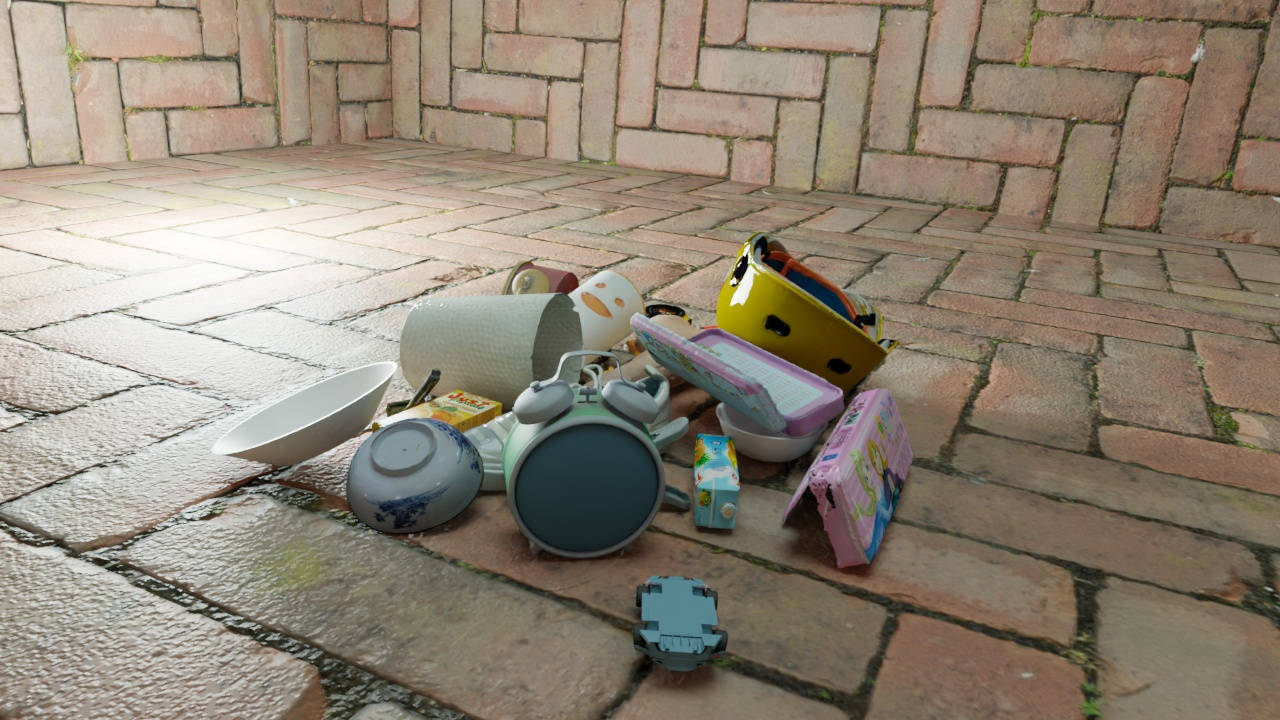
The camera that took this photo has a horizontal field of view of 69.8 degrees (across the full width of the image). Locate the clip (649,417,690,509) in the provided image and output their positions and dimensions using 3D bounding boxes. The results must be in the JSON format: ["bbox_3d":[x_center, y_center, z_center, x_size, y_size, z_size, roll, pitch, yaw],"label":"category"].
[{"bbox_3d":[-0.032,0.102,0.790,0.162,0.090,0.027,-11,20,1],"label":"clip"}]

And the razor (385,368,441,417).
[{"bbox_3d":[-0.216,0.034,0.906,0.042,0.026,0.106,-8,-19,-34],"label":"razor"}]

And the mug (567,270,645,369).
[{"bbox_3d":[-0.058,-0.048,1.082,0.082,0.082,0.105,19,43,37],"label":"mug"}]

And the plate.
[{"bbox_3d":[-0.296,0.057,0.836,0.174,0.036,0.173,-20,16,6],"label":"plate"}]

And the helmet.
[{"bbox_3d":[0.173,-0.030,1.057,0.209,0.140,0.239,33,19,-5],"label":"helmet"}]

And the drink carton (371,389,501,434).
[{"bbox_3d":[-0.189,0.068,0.874,0.058,0.041,0.122,14,21,28],"label":"drink carton"}]

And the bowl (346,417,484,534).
[{"bbox_3d":[-0.189,0.083,0.753,0.114,0.045,0.114,-3,43,2],"label":"bowl"}]

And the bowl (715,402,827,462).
[{"bbox_3d":[0.128,0.074,0.915,0.110,0.041,0.109,3,20,-1],"label":"bowl"}]

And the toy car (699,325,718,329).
[{"bbox_3d":[0.124,-0.033,1.216,0.100,0.049,0.051,1,19,-9],"label":"toy car"}]

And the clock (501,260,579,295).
[{"bbox_3d":[-0.121,-0.059,1.133,0.081,0.117,0.158,12,6,14],"label":"clock"}]

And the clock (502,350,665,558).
[{"bbox_3d":[-0.044,0.068,0.712,0.122,0.162,0.075,0,20,-12],"label":"clock"}]

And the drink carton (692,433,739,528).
[{"bbox_3d":[0.066,0.105,0.811,0.038,0.044,0.128,4,17,2],"label":"drink carton"}]

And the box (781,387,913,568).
[{"bbox_3d":[0.175,0.101,0.817,0.091,0.084,0.229,-19,8,28],"label":"box"}]

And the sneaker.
[{"bbox_3d":[-0.076,0.054,0.860,0.241,0.091,0.089,-9,24,-31],"label":"sneaker"}]

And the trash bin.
[{"bbox_3d":[-0.161,-0.010,0.985,0.161,0.133,0.133,5,18,18],"label":"trash bin"}]

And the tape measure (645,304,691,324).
[{"bbox_3d":[0.032,-0.050,1.262,0.071,0.042,0.072,13,25,28],"label":"tape measure"}]

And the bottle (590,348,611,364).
[{"bbox_3d":[-0.053,-0.019,1.158,0.036,0.036,0.109,4,19,1],"label":"bottle"}]

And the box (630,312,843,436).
[{"bbox_3d":[0.087,0.012,0.921,0.140,0.062,0.214,12,12,-38],"label":"box"}]

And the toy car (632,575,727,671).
[{"bbox_3d":[0.025,0.178,0.614,0.060,0.027,0.107,4,9,0],"label":"toy car"}]

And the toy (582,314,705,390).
[{"bbox_3d":[-0.006,0.006,1.079,0.196,0.065,0.263,7,24,41],"label":"toy"}]
